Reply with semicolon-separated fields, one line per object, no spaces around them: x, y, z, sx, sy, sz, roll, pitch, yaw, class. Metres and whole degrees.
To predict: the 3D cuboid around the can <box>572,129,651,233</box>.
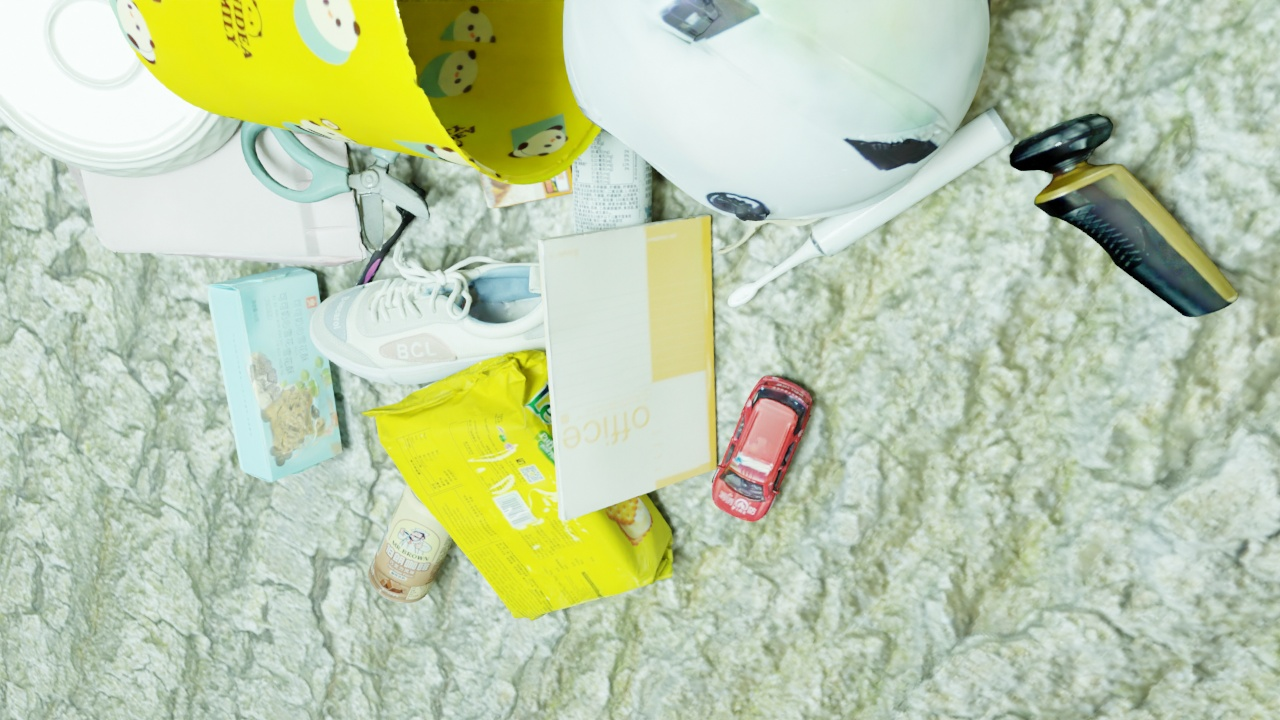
-0.020;-0.124;0.666;0.058;0.058;0.147;5;109;16;can

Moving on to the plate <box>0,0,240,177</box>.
-0.389;-0.233;0.665;0.204;0.045;0.205;-4;114;-10;plate

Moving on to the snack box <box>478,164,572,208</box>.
-0.095;-0.195;0.683;0.075;0.026;0.154;-7;104;21;snack box

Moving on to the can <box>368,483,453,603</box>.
-0.198;0.157;0.818;0.058;0.058;0.116;31;114;6;can

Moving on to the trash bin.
-0.168;-0.235;0.566;0.256;0.229;0.230;11;111;26;trash bin

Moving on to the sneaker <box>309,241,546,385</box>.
-0.161;-0.038;0.711;0.242;0.089;0.091;-2;152;16;sneaker

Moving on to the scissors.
-0.236;-0.167;0.708;0.181;0.019;0.170;-2;89;7;scissors

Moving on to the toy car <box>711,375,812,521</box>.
0.090;0.071;0.704;0.053;0.045;0.121;22;115;11;toy car

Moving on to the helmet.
0.093;-0.199;0.511;0.258;0.146;0.229;26;87;-10;helmet

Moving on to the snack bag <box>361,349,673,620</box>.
-0.091;0.108;0.731;0.158;0.068;0.246;-21;117;24;snack bag

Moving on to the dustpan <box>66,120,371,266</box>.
-0.375;-0.196;0.784;0.273;0.138;0.223;-4;108;-10;dustpan

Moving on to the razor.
0.310;-0.090;0.578;0.167;0.062;0.067;42;84;-5;razor

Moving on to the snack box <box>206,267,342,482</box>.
-0.313;0.011;0.792;0.052;0.074;0.175;11;112;35;snack box

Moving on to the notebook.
-0.004;0.004;0.672;0.010;0.145;0.206;22;120;53;notebook

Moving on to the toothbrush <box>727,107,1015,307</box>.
0.151;-0.098;0.636;0.221;0.026;0.026;-33;84;25;toothbrush

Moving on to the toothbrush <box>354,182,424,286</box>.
-0.232;-0.075;0.777;0.018;0.014;0.190;48;117;16;toothbrush

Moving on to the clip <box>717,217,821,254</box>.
0.096;-0.105;0.650;0.099;0.034;0.066;-12;104;26;clip
